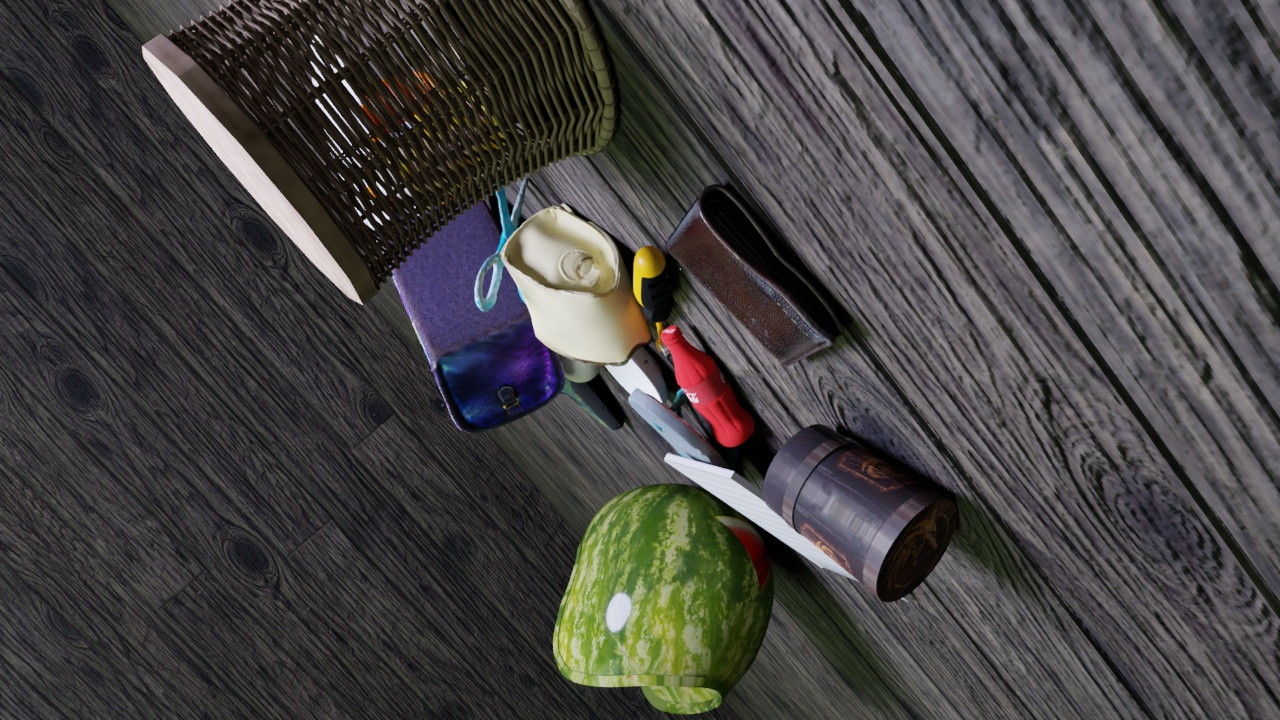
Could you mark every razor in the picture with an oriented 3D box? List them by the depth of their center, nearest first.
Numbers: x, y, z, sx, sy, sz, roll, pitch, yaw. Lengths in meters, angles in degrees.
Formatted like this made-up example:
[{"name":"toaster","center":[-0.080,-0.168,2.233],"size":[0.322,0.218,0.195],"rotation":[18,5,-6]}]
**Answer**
[{"name":"razor","center":[-0.078,0.042,1.146],"size":[0.151,0.067,0.054],"rotation":[47,-177,-32]}]

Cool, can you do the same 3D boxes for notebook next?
[{"name":"notebook","center":[0.129,0.149,0.834],"size":[0.209,0.009,0.143],"rotation":[36,168,-18]}]

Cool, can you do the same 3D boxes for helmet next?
[{"name":"helmet","center":[0.034,0.258,1.046],"size":[0.244,0.246,0.213],"rotation":[-22,140,35]}]

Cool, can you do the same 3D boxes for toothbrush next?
[{"name":"toothbrush","center":[0.013,-0.043,0.747],"size":[0.031,0.031,0.197],"rotation":[54,172,19]}]

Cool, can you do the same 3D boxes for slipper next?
[{"name":"slipper","center":[0.063,0.076,0.887],"size":[0.098,0.054,0.269],"rotation":[38,174,25]}]

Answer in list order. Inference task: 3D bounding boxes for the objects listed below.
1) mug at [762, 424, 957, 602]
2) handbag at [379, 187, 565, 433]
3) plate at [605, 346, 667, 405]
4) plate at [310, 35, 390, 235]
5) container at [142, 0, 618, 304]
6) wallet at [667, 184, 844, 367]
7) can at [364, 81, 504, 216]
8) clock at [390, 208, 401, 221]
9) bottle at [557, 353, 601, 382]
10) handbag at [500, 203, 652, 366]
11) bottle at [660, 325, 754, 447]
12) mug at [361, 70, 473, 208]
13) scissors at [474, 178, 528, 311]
[{"name":"mug","center":[0.160,0.107,0.647],"size":[0.115,0.080,0.107],"rotation":[25,-172,-47]},{"name":"handbag","center":[-0.177,-0.048,0.970],"size":[0.204,0.125,0.222],"rotation":[62,170,20]},{"name":"plate","center":[-0.005,0.005,0.920],"size":[0.104,0.026,0.104],"rotation":[44,166,14]},{"name":"plate","center":[-0.332,-0.253,1.065],"size":[0.242,0.016,0.243],"rotation":[46,147,41]},{"name":"container","center":[-0.162,-0.170,0.577],"size":[0.227,0.196,0.227],"rotation":[44,165,15]},{"name":"wallet","center":[0.068,-0.048,0.579],"size":[0.120,0.031,0.099],"rotation":[47,168,0]},{"name":"can","center":[-0.165,-0.174,0.755],"size":[0.067,0.105,0.068],"rotation":[44,165,15]},{"name":"clock","center":[-0.259,-0.155,1.112],"size":[0.119,0.083,0.057],"rotation":[41,170,34]},{"name":"bottle","center":[-0.068,-0.022,0.974],"size":[0.051,0.051,0.146],"rotation":[43,165,16]},{"name":"handbag","center":[-0.050,-0.058,0.794],"size":[0.111,0.081,0.119],"rotation":[30,157,29]},{"name":"bottle","center":[0.054,0.020,0.771],"size":[0.119,0.036,0.036],"rotation":[55,164,-24]},{"name":"mug","center":[-0.208,-0.187,0.831],"size":[0.078,0.112,0.096],"rotation":[22,158,17]},{"name":"scissors","center":[-0.111,-0.094,0.801],"size":[0.011,0.133,0.138],"rotation":[4,160,17]}]
